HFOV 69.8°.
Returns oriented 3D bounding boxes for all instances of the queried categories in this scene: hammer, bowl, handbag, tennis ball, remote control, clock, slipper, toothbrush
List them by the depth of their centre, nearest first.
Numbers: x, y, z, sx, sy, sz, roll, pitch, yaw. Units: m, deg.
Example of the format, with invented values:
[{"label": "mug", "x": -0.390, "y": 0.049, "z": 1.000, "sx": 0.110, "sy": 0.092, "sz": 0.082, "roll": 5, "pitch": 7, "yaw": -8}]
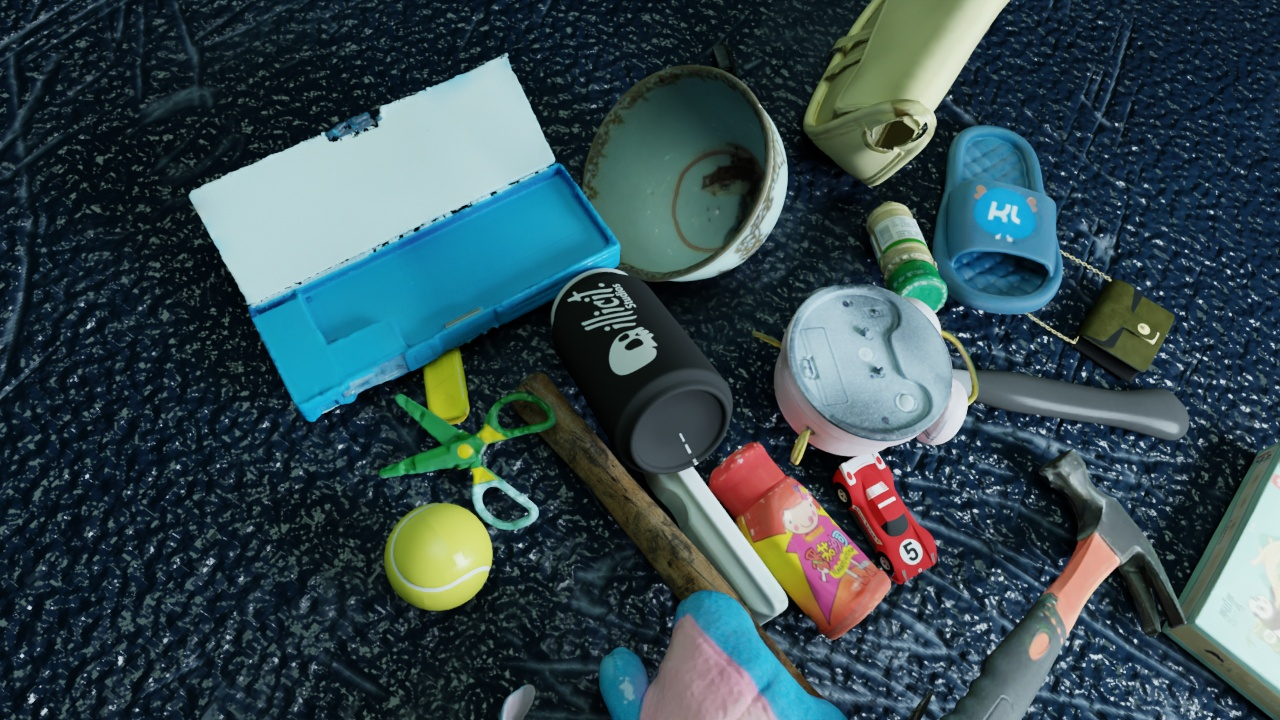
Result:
[{"label": "hammer", "x": 0.246, "y": 0.169, "z": 0.565, "sx": 0.332, "sy": 0.033, "sz": 0.133, "roll": -23, "pitch": 74, "yaw": -44}, {"label": "tennis ball", "x": -0.124, "y": 0.121, "z": 0.566, "sx": 0.065, "sy": 0.065, "sz": 0.065, "roll": 4, "pitch": 64, "yaw": -9}, {"label": "hammer", "x": 0.031, "y": 0.125, "z": 0.585, "sx": 0.330, "sy": 0.120, "sz": 0.033, "roll": 47, "pitch": 26, "yaw": 19}, {"label": "remote control", "x": 0.045, "y": 0.116, "z": 0.608, "sx": 0.022, "sy": 0.050, "sz": 0.133, "roll": -30, "pitch": 73, "yaw": -23}, {"label": "clock", "x": 0.167, "y": 0.008, "z": 0.643, "sx": 0.157, "sy": 0.059, "sz": 0.116, "roll": -8, "pitch": 67, "yaw": -16}, {"label": "bowl", "x": 0.046, "y": -0.129, "z": 0.690, "sx": 0.093, "sy": 0.160, "sz": 0.159, "roll": 12, "pitch": 52, "yaw": -55}, {"label": "hammer", "x": 0.276, "y": 0.026, "z": 0.707, "sx": 0.311, "sy": 0.030, "sz": 0.124, "roll": 9, "pitch": 63, "yaw": -7}, {"label": "handbag", "x": 0.220, "y": -0.249, "z": 0.753, "sx": 0.088, "sy": 0.191, "sz": 0.232, "roll": 38, "pitch": 76, "yaw": -10}, {"label": "slipper", "x": 0.300, "y": -0.124, "z": 0.758, "sx": 0.104, "sy": 0.059, "sz": 0.213, "roll": 13, "pitch": 56, "yaw": 2}, {"label": "handbag", "x": 0.349, "y": -0.060, "z": 0.765, "sx": 0.178, "sy": 0.027, "sz": 0.083, "roll": 36, "pitch": 63, "yaw": 12}, {"label": "toothbrush", "x": 0.085, "y": -0.201, "z": 0.789, "sx": 0.017, "sy": 0.014, "sz": 0.187, "roll": -9, "pitch": 66, "yaw": 0}]

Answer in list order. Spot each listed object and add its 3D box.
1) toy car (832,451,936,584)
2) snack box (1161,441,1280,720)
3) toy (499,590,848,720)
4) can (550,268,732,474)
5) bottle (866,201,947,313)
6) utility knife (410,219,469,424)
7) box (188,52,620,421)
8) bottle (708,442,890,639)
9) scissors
[{"label": "toy car", "x": 0.173, "y": 0.109, "z": 0.649, "sx": 0.038, "sy": 0.025, "sz": 0.089, "roll": -23, "pitch": 71, "yaw": -20}, {"label": "snack box", "x": 0.488, "y": 0.170, "z": 0.667, "sx": 0.141, "sy": 0.044, "sz": 0.193, "roll": 40, "pitch": 65, "yaw": 11}, {"label": "toy", "x": 0.028, "y": 0.243, "z": 0.506, "sx": 0.224, "sy": 0.099, "sz": 0.191, "roll": 43, "pitch": 84, "yaw": 12}, {"label": "can", "x": -0.004, "y": 0.004, "z": 0.607, "sx": 0.080, "sy": 0.080, "sz": 0.146, "roll": -15, "pitch": 39, "yaw": -17}, {"label": "bottle", "x": 0.206, "y": -0.081, "z": 0.722, "sx": 0.042, "sy": 0.043, "sz": 0.109, "roll": 5, "pitch": 43, "yaw": -8}, {"label": "utility knife", "x": -0.149, "y": -0.036, "z": 0.663, "sx": 0.028, "sy": 0.020, "sz": 0.174, "roll": -8, "pitch": 67, "yaw": -11}, {"label": "box", "x": -0.159, "y": -0.086, "z": 0.645, "sx": 0.243, "sy": 0.060, "sz": 0.175, "roll": -29, "pitch": 86, "yaw": -15}, {"label": "bottle", "x": 0.102, "y": 0.117, "z": 0.615, "sx": 0.134, "sy": 0.049, "sz": 0.071, "roll": 48, "pitch": 32, "yaw": 14}, {"label": "scissors", "x": -0.113, "y": 0.068, "z": 0.612, "sx": 0.127, "sy": 0.011, "sz": 0.123, "roll": -17, "pitch": 87, "yaw": 3}]
